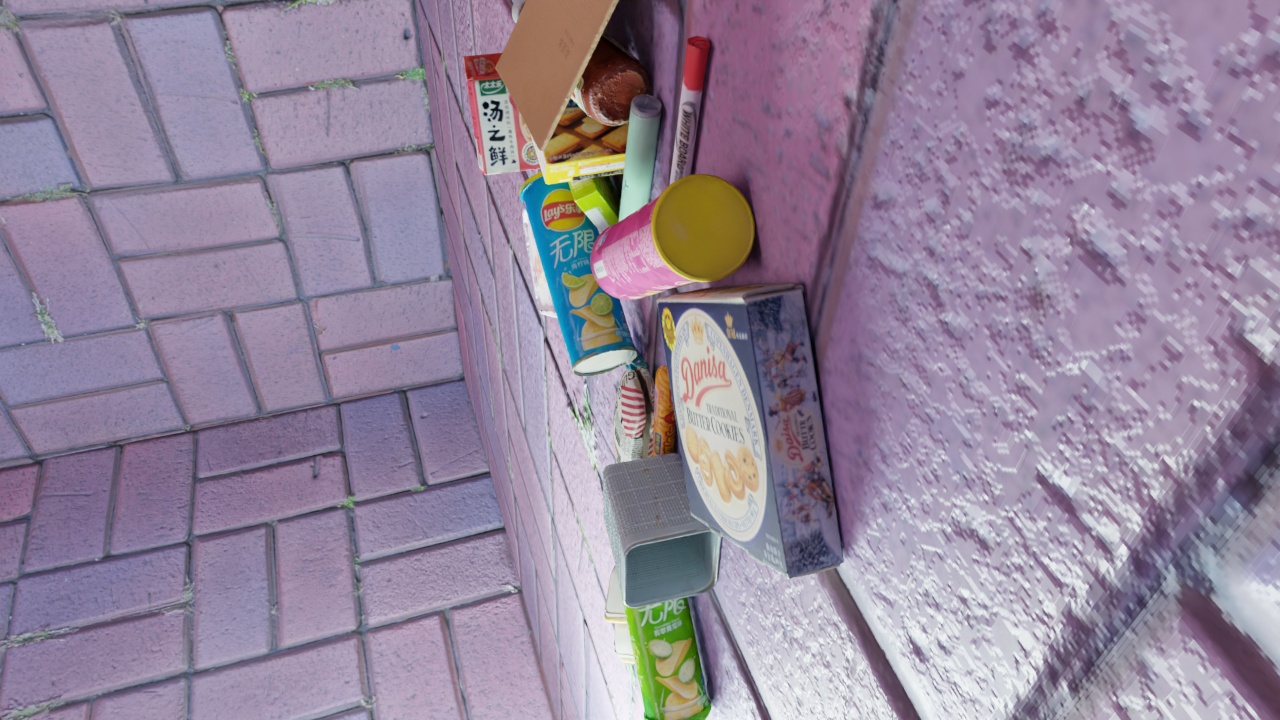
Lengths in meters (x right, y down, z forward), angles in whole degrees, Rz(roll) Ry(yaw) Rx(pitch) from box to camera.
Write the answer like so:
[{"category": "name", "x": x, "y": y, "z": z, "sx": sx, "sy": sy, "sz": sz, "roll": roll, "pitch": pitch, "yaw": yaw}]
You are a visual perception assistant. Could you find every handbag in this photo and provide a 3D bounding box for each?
[{"category": "handbag", "x": -0.007, "y": 0.263, "z": 1.078, "sx": 0.164, "sy": 0.063, "sz": 0.178, "roll": 132, "pitch": 129, "yaw": -70}]

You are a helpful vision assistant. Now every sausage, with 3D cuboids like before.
[{"category": "sausage", "x": 0.023, "y": 0.066, "z": 0.885, "sx": 0.021, "sy": 0.021, "sz": 0.165, "roll": -117, "pitch": 21, "yaw": -47}]

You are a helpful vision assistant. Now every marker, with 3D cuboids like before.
[{"category": "marker", "x": 0.034, "y": -0.170, "z": 0.679, "sx": 0.145, "sy": 0.017, "sz": 0.017, "roll": 97, "pitch": 157, "yaw": -49}]

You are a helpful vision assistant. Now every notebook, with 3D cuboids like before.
[{"category": "notebook", "x": -0.057, "y": -0.299, "z": 0.756, "sx": 0.212, "sy": 0.012, "sz": 0.149, "roll": -57, "pitch": 40, "yaw": 30}]

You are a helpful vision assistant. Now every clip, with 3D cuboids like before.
[{"category": "clip", "x": -0.005, "y": 0.004, "z": 0.960, "sx": 0.057, "sy": 0.015, "sz": 0.049, "roll": -132, "pitch": 36, "yaw": -62}]

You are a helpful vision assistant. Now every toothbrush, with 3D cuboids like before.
[{"category": "toothbrush", "x": -0.005, "y": -0.142, "z": 0.829, "sx": 0.027, "sy": 0.026, "sz": 0.225, "roll": 46, "pitch": 152, "yaw": 25}]

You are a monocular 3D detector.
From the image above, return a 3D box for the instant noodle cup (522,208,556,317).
[{"category": "instant noodle cup", "x": -0.094, "y": -0.125, "z": 1.107, "sx": 0.173, "sy": 0.060, "sz": 0.138, "roll": -164, "pitch": 64, "yaw": -72}]

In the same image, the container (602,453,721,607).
[{"category": "container", "x": 0.015, "y": 0.154, "z": 0.860, "sx": 0.111, "sy": 0.090, "sz": 0.090, "roll": -112, "pitch": 18, "yaw": -49}]

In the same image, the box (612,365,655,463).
[{"category": "box", "x": 0.001, "y": 0.071, "z": 0.948, "sx": 0.165, "sy": 0.060, "sz": 0.071, "roll": 99, "pitch": 175, "yaw": -50}]

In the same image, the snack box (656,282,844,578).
[{"category": "snack box", "x": 0.070, "y": 0.040, "z": 0.645, "sx": 0.178, "sy": 0.045, "sz": 0.182, "roll": -168, "pitch": 67, "yaw": -74}]

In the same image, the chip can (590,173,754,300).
[{"category": "chip can", "x": 0.016, "y": -0.088, "z": 0.703, "sx": 0.211, "sy": 0.071, "sz": 0.071, "roll": -179, "pitch": 79, "yaw": -76}]

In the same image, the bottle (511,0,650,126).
[{"category": "bottle", "x": -0.062, "y": -0.277, "z": 0.816, "sx": 0.206, "sy": 0.059, "sz": 0.060, "roll": 52, "pitch": 151, "yaw": 40}]

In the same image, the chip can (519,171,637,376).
[{"category": "chip can", "x": -0.066, "y": -0.092, "z": 0.953, "sx": 0.071, "sy": 0.071, "sz": 0.210, "roll": 118, "pitch": 137, "yaw": -68}]

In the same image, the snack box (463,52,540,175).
[{"category": "snack box", "x": -0.131, "y": -0.278, "z": 1.024, "sx": 0.044, "sy": 0.113, "sz": 0.127, "roll": -131, "pitch": 33, "yaw": -65}]

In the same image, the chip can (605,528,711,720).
[{"category": "chip can", "x": 0.019, "y": 0.269, "z": 0.950, "sx": 0.073, "sy": 0.072, "sz": 0.221, "roll": 166, "pitch": 93, "yaw": -75}]

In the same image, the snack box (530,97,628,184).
[{"category": "snack box", "x": -0.063, "y": -0.232, "z": 0.857, "sx": 0.034, "sy": 0.087, "sz": 0.140, "roll": 103, "pitch": 152, "yaw": -59}]

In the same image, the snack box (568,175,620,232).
[{"category": "snack box", "x": -0.059, "y": -0.206, "z": 0.912, "sx": 0.086, "sy": 0.026, "sz": 0.156, "roll": 44, "pitch": -155, "yaw": -63}]
